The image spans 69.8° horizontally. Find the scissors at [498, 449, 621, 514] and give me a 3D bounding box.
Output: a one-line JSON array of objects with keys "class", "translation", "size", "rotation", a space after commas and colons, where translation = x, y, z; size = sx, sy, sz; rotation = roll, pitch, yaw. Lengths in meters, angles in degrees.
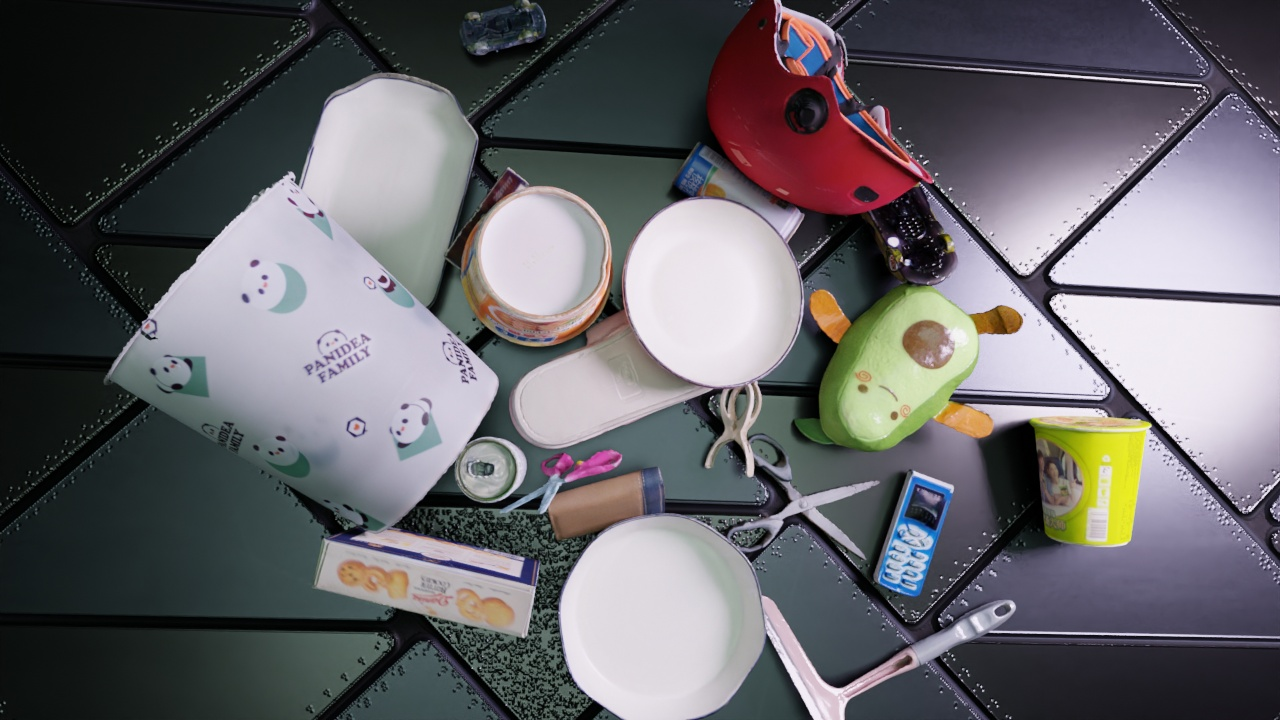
[{"class": "scissors", "translation": [-0.083, 0.114, 0.883], "size": [0.133, 0.118, 0.017], "rotation": [-26, 110, -31]}]

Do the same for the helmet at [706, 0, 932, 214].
[{"class": "helmet", "translation": [0.160, -0.227, 0.905], "size": [0.144, 0.206, 0.240], "rotation": [-39, 79, 28]}]

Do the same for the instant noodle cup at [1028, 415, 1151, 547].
[{"class": "instant noodle cup", "translation": [0.458, 0.123, 0.940], "size": [0.111, 0.111, 0.123], "rotation": [-1, 93, -5]}]

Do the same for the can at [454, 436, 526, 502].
[{"class": "can", "translation": [-0.138, 0.101, 0.862], "size": [0.058, 0.147, 0.058], "rotation": [0, 84, -4]}]

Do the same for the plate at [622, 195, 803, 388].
[{"class": "plate", "translation": [0.069, -0.065, 0.910], "size": [0.192, 0.039, 0.192], "rotation": [3, 82, -19]}]

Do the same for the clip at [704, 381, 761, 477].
[{"class": "clip", "translation": [0.098, 0.067, 0.940], "size": [0.070, 0.034, 0.100], "rotation": [7, 87, 26]}]

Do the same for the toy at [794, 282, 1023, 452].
[{"class": "toy", "translation": [0.269, -0.002, 0.938], "size": [0.227, 0.090, 0.246], "rotation": [38, 78, 9]}]

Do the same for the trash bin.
[{"class": "trash bin", "translation": [-0.279, 0.007, 0.806], "size": [0.252, 0.230, 0.229], "rotation": [41, 82, -17]}]

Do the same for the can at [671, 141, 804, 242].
[{"class": "can", "translation": [0.102, -0.169, 0.957], "size": [0.134, 0.053, 0.053], "rotation": [34, 82, -1]}]

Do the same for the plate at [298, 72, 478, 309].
[{"class": "plate", "translation": [-0.262, -0.159, 0.933], "size": [0.162, 0.034, 0.265], "rotation": [13, 84, -3]}]

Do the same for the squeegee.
[{"class": "squeegee", "translation": [0.275, 0.305, 0.935], "size": [0.249, 0.040, 0.247], "rotation": [-23, 70, -12]}]

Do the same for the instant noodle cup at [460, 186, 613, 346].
[{"class": "instant noodle cup", "translation": [-0.093, -0.091, 0.856], "size": [0.151, 0.111, 0.151], "rotation": [0, 88, -9]}]

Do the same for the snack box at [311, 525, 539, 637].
[{"class": "snack box", "translation": [-0.184, 0.193, 0.832], "size": [0.178, 0.182, 0.045], "rotation": [14, 84, -3]}]

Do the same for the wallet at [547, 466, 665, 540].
[{"class": "wallet", "translation": [-0.033, 0.142, 0.901], "size": [0.115, 0.090, 0.033], "rotation": [-15, 62, -6]}]

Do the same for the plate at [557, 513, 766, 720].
[{"class": "plate", "translation": [0.020, 0.254, 0.910], "size": [0.205, 0.045, 0.205], "rotation": [0, 88, -4]}]

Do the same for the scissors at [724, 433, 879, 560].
[{"class": "scissors", "translation": [0.165, 0.153, 0.952], "size": [0.178, 0.014, 0.159], "rotation": [43, 83, 0]}]

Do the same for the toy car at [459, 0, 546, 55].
[{"class": "toy car", "translation": [-0.144, -0.347, 0.962], "size": [0.090, 0.034, 0.043], "rotation": [-16, 89, -4]}]

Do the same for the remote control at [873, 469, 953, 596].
[{"class": "remote control", "translation": [0.283, 0.180, 0.954], "size": [0.049, 0.024, 0.125], "rotation": [21, 84, -3]}]

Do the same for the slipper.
[{"class": "slipper", "translation": [-0.006, 0.005, 0.929], "size": [0.274, 0.054, 0.114], "rotation": [-27, 92, -17]}]

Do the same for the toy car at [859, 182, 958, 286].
[{"class": "toy car", "translation": [0.273, -0.141, 0.959], "size": [0.070, 0.042, 0.158], "rotation": [-16, 64, -6]}]

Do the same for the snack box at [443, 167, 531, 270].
[{"class": "snack box", "translation": [-0.114, -0.110, 0.932], "size": [0.125, 0.053, 0.113], "rotation": [35, 83, -1]}]
